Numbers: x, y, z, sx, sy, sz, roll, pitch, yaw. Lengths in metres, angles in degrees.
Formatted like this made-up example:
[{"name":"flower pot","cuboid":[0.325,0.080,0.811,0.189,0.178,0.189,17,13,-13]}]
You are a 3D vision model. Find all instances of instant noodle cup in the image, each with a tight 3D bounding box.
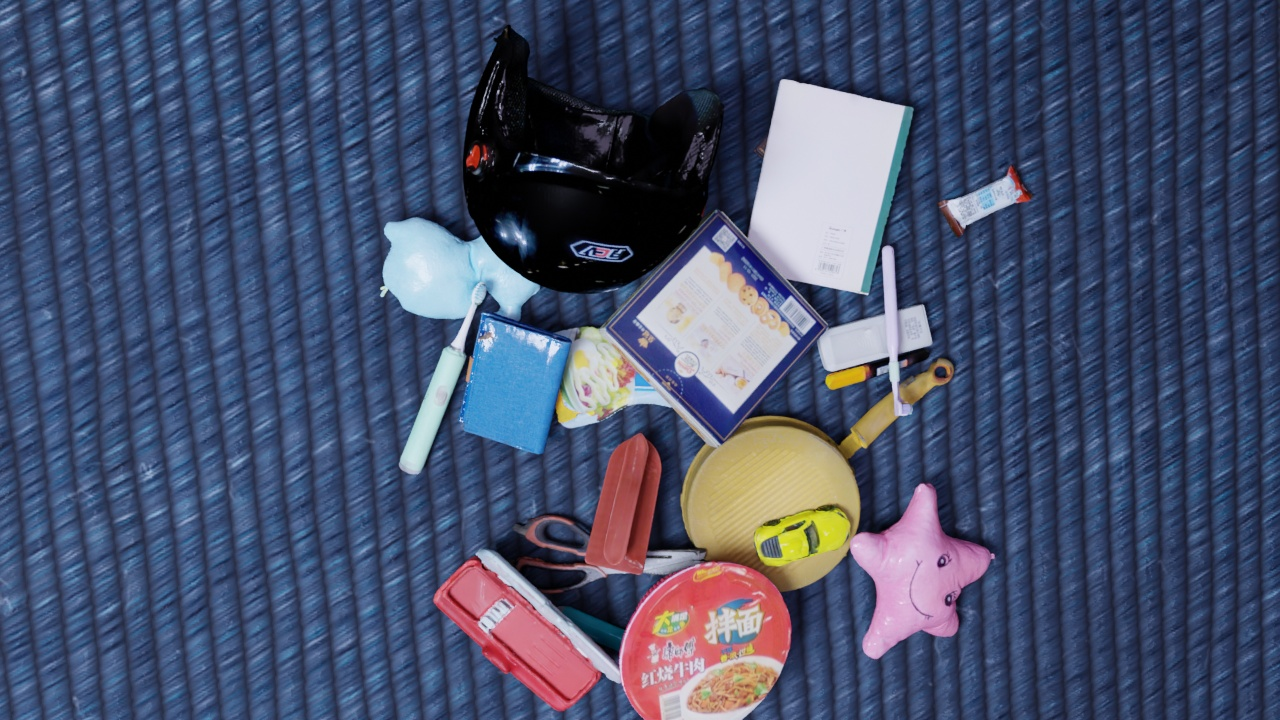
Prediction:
[{"name":"instant noodle cup","cuboid":[0.060,0.295,0.976,0.193,0.066,0.194,-4,102,-20]}]

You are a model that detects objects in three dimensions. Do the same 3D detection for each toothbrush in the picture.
[{"name":"toothbrush","cuboid":[-0.209,0.019,0.983,0.026,0.027,0.225,18,102,-29]},{"name":"toothbrush","cuboid":[0.280,-0.034,1.009,0.021,0.029,0.189,-7,84,31]}]

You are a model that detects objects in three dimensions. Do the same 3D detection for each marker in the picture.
[{"name":"marker","cuboid":[0.266,0.008,1.029,0.123,0.015,0.018,-16,129,-7]}]

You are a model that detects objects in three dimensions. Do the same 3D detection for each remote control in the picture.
[{"name":"remote control","cuboid":[0.263,-0.025,1.031,0.125,0.024,0.049,-15,95,-4]}]

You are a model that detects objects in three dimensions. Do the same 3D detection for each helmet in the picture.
[{"name":"helmet","cuboid":[-0.055,-0.173,0.881,0.233,0.274,0.231,9,121,-21]}]

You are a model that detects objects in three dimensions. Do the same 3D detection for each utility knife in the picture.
[{"name":"utility knife","cuboid":[-0.023,0.318,1.040,0.179,0.013,0.029,25,95,-4]}]

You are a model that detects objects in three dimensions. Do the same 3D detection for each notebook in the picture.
[{"name":"notebook","cuboid":[0.203,-0.187,1.007,0.150,0.012,0.209,11,100,-4]}]

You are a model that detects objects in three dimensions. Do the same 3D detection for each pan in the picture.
[{"name":"pan","cuboid":[0.209,0.112,1.028,0.357,0.078,0.197,-36,98,5]}]

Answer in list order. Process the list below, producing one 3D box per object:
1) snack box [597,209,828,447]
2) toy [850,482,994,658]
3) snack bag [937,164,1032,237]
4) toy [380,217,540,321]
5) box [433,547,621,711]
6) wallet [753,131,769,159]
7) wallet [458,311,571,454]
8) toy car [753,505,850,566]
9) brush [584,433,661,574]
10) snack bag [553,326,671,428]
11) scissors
[{"name":"snack box","cuboid":[0.079,-0.034,0.982,0.178,0.046,0.182,45,81,-11]},{"name":"toy","cuboid":[0.317,0.230,1.026,0.178,0.074,0.195,-13,104,-16]},{"name":"snack bag","cuboid":[0.387,-0.179,1.028,0.104,0.026,0.048,-29,89,-1]},{"name":"toy","cuboid":[-0.199,-0.093,0.981,0.156,0.050,0.161,-33,106,-7]},{"name":"box","cuboid":[-0.116,0.286,0.993,0.201,0.073,0.155,43,130,-5]},{"name":"wallet","cuboid":[0.201,-0.229,1.016,0.122,0.020,0.096,40,96,-7]},{"name":"wallet","cuboid":[-0.136,0.024,0.980,0.106,0.040,0.133,18,106,10]},{"name":"toy car","cuboid":[0.175,0.190,0.984,0.105,0.032,0.048,-17,99,1]},{"name":"brush","cuboid":[-0.013,0.150,0.980,0.063,0.069,0.145,11,70,4]},{"name":"snack bag","cuboid":[-0.006,0.006,1.009,0.191,0.039,0.110,-12,84,-4]},{"name":"scissors","cuboid":[-0.038,0.207,1.013,0.207,0.015,0.192,-39,86,5]}]
